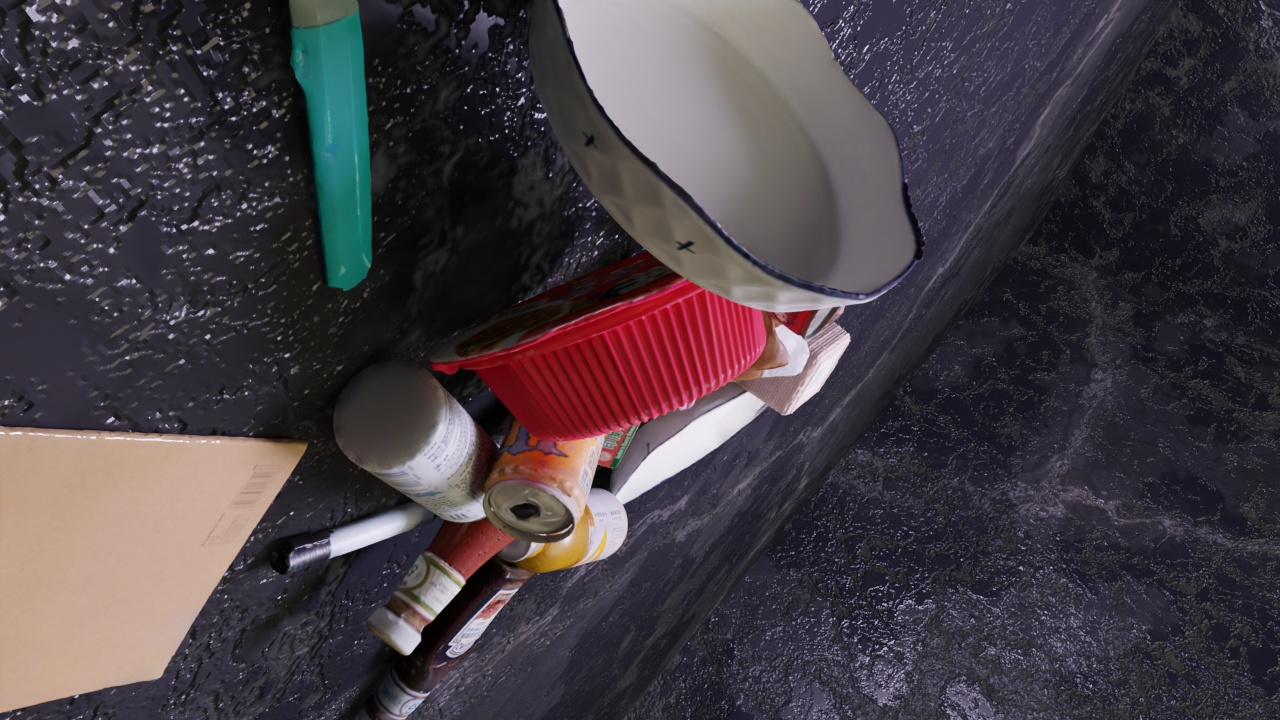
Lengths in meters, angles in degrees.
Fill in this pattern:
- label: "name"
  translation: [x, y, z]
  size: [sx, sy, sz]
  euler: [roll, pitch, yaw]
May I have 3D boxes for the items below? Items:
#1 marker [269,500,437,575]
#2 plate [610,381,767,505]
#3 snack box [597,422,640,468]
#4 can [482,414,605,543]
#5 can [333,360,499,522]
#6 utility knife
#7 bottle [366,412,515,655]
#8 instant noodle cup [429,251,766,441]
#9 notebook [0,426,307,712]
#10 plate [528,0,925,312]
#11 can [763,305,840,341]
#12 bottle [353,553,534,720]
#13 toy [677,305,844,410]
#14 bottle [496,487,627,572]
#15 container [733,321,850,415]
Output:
- label: "marker"
  translation: [-0.169, 0.104, 0.561]
  size: [0.023, 0.018, 0.130]
  euler: [-58, 160, 21]
- label: "plate"
  translation: [0.061, 0.067, 0.956]
  size: [0.264, 0.034, 0.162]
  euler: [-23, 158, -45]
- label: "snack box"
  translation: [-0.004, 0.004, 0.666]
  size: [0.156, 0.027, 0.076]
  euler: [116, -15, -46]
- label: "can"
  translation: [-0.049, 0.036, 0.560]
  size: [0.058, 0.058, 0.145]
  euler: [109, -2, -45]
- label: "can"
  translation: [-0.117, 0.051, 0.519]
  size: [0.058, 0.058, 0.147]
  euler: [-48, 161, -11]
- label: "utility knife"
  translation: [-0.117, -0.079, 0.352]
  size: [0.029, 0.013, 0.152]
  euler: [-36, 158, -33]
- label: "bottle"
  translation: [-0.101, 0.100, 0.610]
  size: [0.205, 0.060, 0.060]
  euler: [-52, 163, -23]
- label: "instant noodle cup"
  translation: [-0.008, -0.013, 0.482]
  size: [0.194, 0.066, 0.193]
  euler: [-20, -169, 4]
- label: "notebook"
  translation: [-0.243, 0.089, 0.371]
  size: [0.149, 0.012, 0.211]
  euler: [-54, 161, 6]
- label: "plate"
  translation: [0.037, -0.106, 0.399]
  size: [0.046, 0.205, 0.204]
  euler: [-36, 175, 40]
- label: "can"
  translation: [0.076, -0.073, 0.625]
  size: [0.053, 0.133, 0.053]
  euler: [-44, 160, -21]
- label: "bottle"
  translation: [-0.170, 0.240, 0.773]
  size: [0.195, 0.044, 0.080]
  euler: [-51, 161, 2]
- label: "toy"
  translation: [0.096, -0.041, 0.748]
  size: [0.200, 0.130, 0.139]
  euler: [-42, -168, 43]
- label: "bottle"
  translation: [-0.069, 0.146, 0.794]
  size: [0.068, 0.068, 0.189]
  euler: [-54, 161, 6]
- label: "container"
  translation: [0.131, -0.016, 0.896]
  size: [0.089, 0.111, 0.090]
  euler: [-29, 151, -49]
